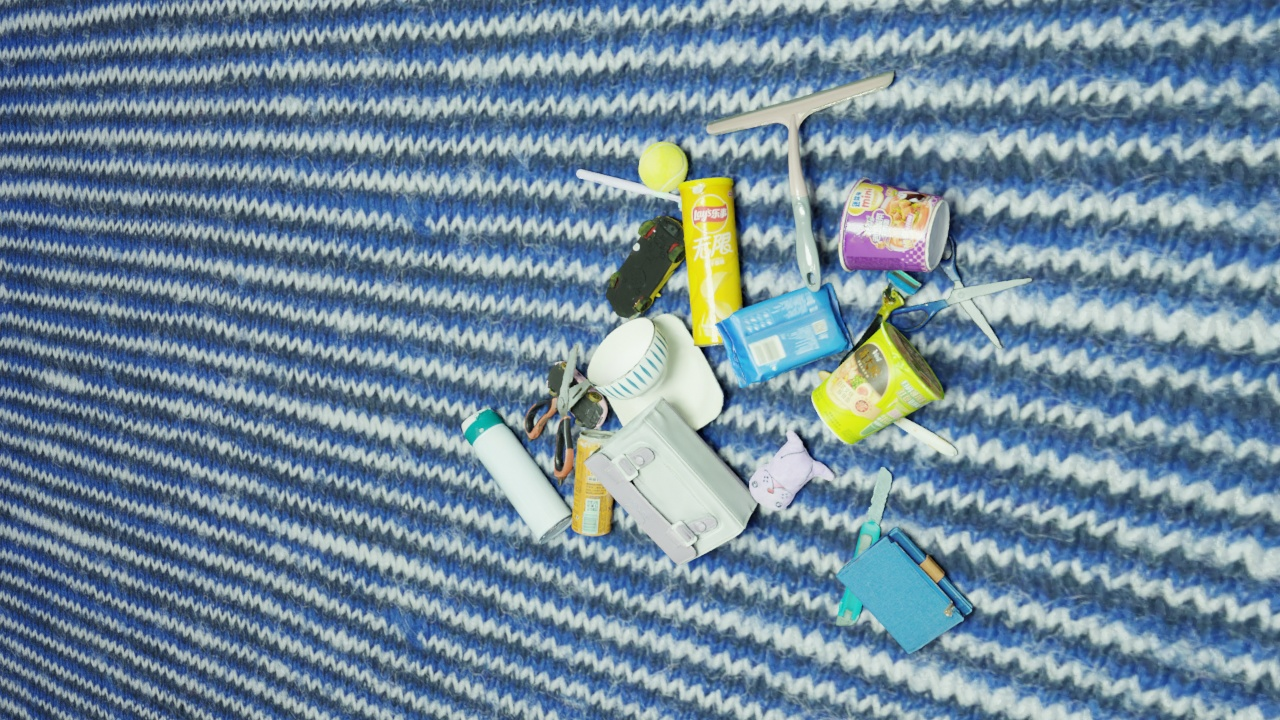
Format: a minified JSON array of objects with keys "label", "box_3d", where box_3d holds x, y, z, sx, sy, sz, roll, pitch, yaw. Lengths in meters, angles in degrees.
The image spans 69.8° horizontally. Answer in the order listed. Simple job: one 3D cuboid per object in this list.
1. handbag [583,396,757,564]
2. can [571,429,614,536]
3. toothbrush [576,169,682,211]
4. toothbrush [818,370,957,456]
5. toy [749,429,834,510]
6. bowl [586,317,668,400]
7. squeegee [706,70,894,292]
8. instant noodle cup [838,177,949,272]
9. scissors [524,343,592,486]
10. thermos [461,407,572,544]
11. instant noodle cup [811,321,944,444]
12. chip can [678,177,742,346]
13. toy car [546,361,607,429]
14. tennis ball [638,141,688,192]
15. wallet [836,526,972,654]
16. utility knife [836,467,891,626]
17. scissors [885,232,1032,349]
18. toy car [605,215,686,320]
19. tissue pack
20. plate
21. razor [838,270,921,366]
[{"label":"handbag","box_3d":[0.035,0.167,1.224,0.197,0.098,0.145,48,129,-3]},{"label":"can","box_3d":[-0.066,0.177,1.326,0.058,0.058,0.146,10,101,28]},{"label":"toothbrush","box_3d":[-0.012,-0.237,1.268,0.189,0.029,0.021,21,66,28]},{"label":"toothbrush","box_3d":[0.302,0.063,1.127,0.191,0.018,0.016,32,113,20]},{"label":"toy","box_3d":[0.189,0.151,1.188,0.084,0.038,0.108,46,114,8]},{"label":"bowl","box_3d":[-0.007,0.007,1.214,0.117,0.116,0.066,-27,124,29]},{"label":"squeegee","box_3d":[0.196,-0.208,1.119,0.248,0.040,0.249,-9,83,30]},{"label":"instant noodle cup","box_3d":[0.292,-0.150,1.046,0.099,0.111,0.111,12,102,31]},{"label":"scissors","box_3d":[-0.116,0.077,1.323,0.189,0.015,0.227,16,107,53]},{"label":"thermos","box_3d":[-0.191,0.170,1.394,0.073,0.073,0.224,-47,73,26]},{"label":"instant noodle cup","box_3d":[0.272,0.035,1.078,0.124,0.111,0.111,-40,76,23]},{"label":"chip can","box_3d":[0.094,-0.127,1.191,0.072,0.072,0.213,-3,95,30]},{"label":"toy car","box_3d":[-0.090,0.050,1.338,0.122,0.037,0.056,45,118,32]},{"label":"tennis ball","box_3d":[0.030,-0.256,1.214,0.066,0.065,0.065,4,98,29]},{"label":"wallet","box_3d":[0.322,0.282,1.126,0.133,0.040,0.107,46,118,7]},{"label":"utility knife","box_3d":[0.283,0.239,1.159,0.029,0.013,0.223,16,104,24]},{"label":"scissors","box_3d":[0.364,-0.084,1.073,0.173,0.012,0.162,-14,88,32]},{"label":"toy car","box_3d":[0.009,-0.127,1.255,0.071,0.041,0.156,42,113,19]},{"label":"tissue pack","box_3d":[0.179,-0.033,1.141,0.157,0.052,0.095,-20,83,-4]},{"label":"plate","box_3d":[0.029,0.032,1.267,0.164,0.034,0.164,-33,80,29]},{"label":"razor","box_3d":[0.284,-0.044,1.105,0.042,0.022,0.143,41,113,27]}]
